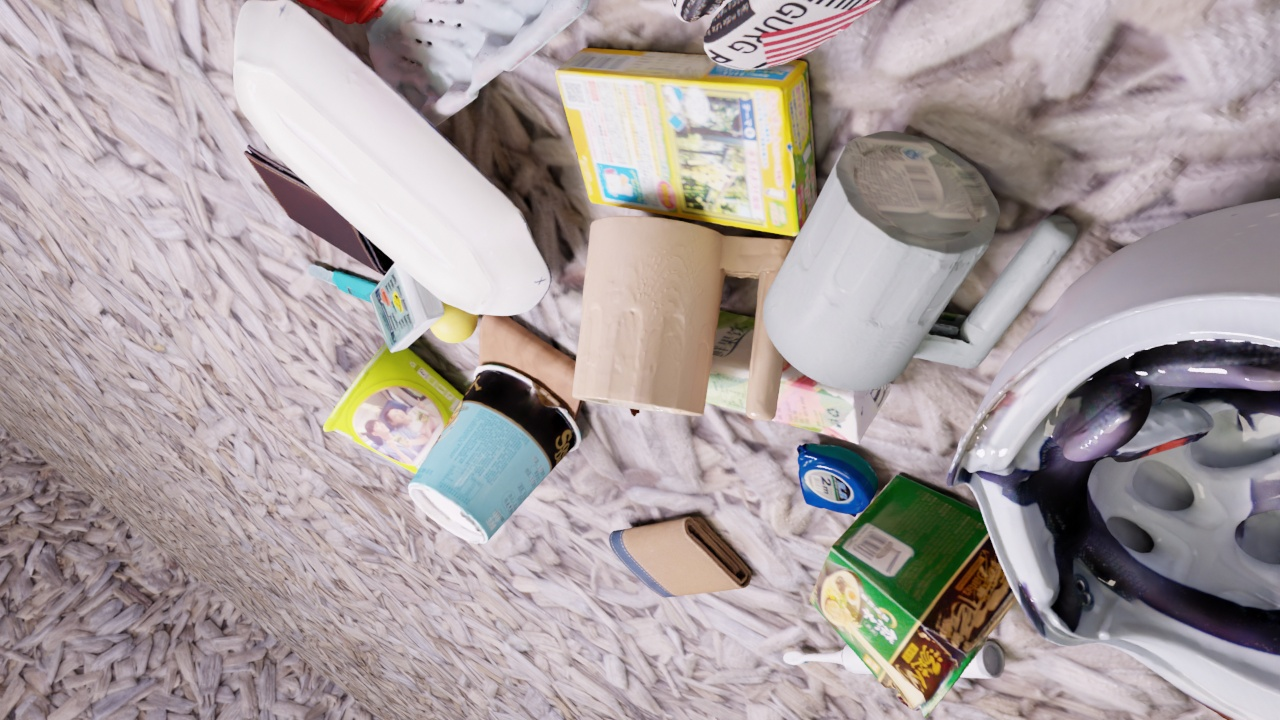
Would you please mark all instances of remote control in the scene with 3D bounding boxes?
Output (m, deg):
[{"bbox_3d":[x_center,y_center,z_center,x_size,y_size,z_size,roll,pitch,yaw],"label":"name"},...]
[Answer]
[{"bbox_3d":[-0.193,-0.046,0.749,0.135,0.019,0.056,-21,88,61],"label":"remote control"}]

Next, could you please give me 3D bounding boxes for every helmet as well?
[{"bbox_3d":[0.262,0.039,0.358,0.258,0.145,0.230,42,148,-17],"label":"helmet"}]

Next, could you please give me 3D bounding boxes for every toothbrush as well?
[{"bbox_3d":[0.196,0.245,0.755,0.026,0.026,0.222,17,156,-30],"label":"toothbrush"}]

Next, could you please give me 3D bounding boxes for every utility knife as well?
[{"bbox_3d":[-0.238,-0.057,0.831,0.185,0.013,0.029,20,138,26],"label":"utility knife"}]

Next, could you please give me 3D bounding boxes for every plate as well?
[{"bbox_3d":[-0.174,-0.120,0.611,0.265,0.034,0.162,43,154,-8],"label":"plate"}]

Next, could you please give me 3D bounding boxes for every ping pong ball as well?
[{"bbox_3d":[-0.154,-0.034,0.754,0.040,0.040,0.040,25,143,20],"label":"ping pong ball"}]

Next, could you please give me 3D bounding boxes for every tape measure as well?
[{"bbox_3d":[0.135,0.081,0.629,0.055,0.025,0.058,12,141,31],"label":"tape measure"}]

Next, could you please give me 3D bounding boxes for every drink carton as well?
[{"bbox_3d":[0.087,0.009,0.567,0.123,0.053,0.045,13,138,34],"label":"drink carton"}]

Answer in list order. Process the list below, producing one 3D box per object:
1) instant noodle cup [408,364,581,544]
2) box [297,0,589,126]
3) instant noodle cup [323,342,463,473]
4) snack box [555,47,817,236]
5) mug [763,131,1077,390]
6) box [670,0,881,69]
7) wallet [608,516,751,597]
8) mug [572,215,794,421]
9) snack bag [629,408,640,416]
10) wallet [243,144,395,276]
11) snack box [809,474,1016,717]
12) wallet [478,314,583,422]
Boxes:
[{"bbox_3d":[-0.128,0.083,0.766,0.111,0.120,0.111,26,150,17],"label":"instant noodle cup"},{"bbox_3d":[-0.120,-0.219,0.503,0.202,0.069,0.157,-14,125,49],"label":"box"},{"bbox_3d":[-0.212,0.055,0.860,0.123,0.111,0.112,37,146,-9],"label":"instant noodle cup"},{"bbox_3d":[0.025,-0.120,0.499,0.140,0.033,0.087,16,139,32],"label":"snack box"},{"bbox_3d":[0.135,-0.044,0.454,0.124,0.083,0.104,10,143,-5],"label":"mug"},{"bbox_3d":[0.073,-0.191,0.372,0.163,0.075,0.086,-28,78,57],"label":"box"},{"bbox_3d":[0.034,0.178,0.828,0.090,0.033,0.116,47,144,-15],"label":"wallet"},{"bbox_3d":[0.024,-0.022,0.533,0.125,0.103,0.084,7,175,15],"label":"mug"},{"bbox_3d":[-0.004,0.004,0.622,0.026,0.105,0.045,-30,97,18],"label":"snack bag"},{"bbox_3d":[-0.262,-0.121,0.754,0.122,0.020,0.096,29,158,20],"label":"wallet"},{"bbox_3d":[0.178,0.145,0.595,0.105,0.118,0.118,36,147,24],"label":"snack box"},{"bbox_3d":[-0.093,0.015,0.774,0.101,0.020,0.115,34,148,7],"label":"wallet"}]
